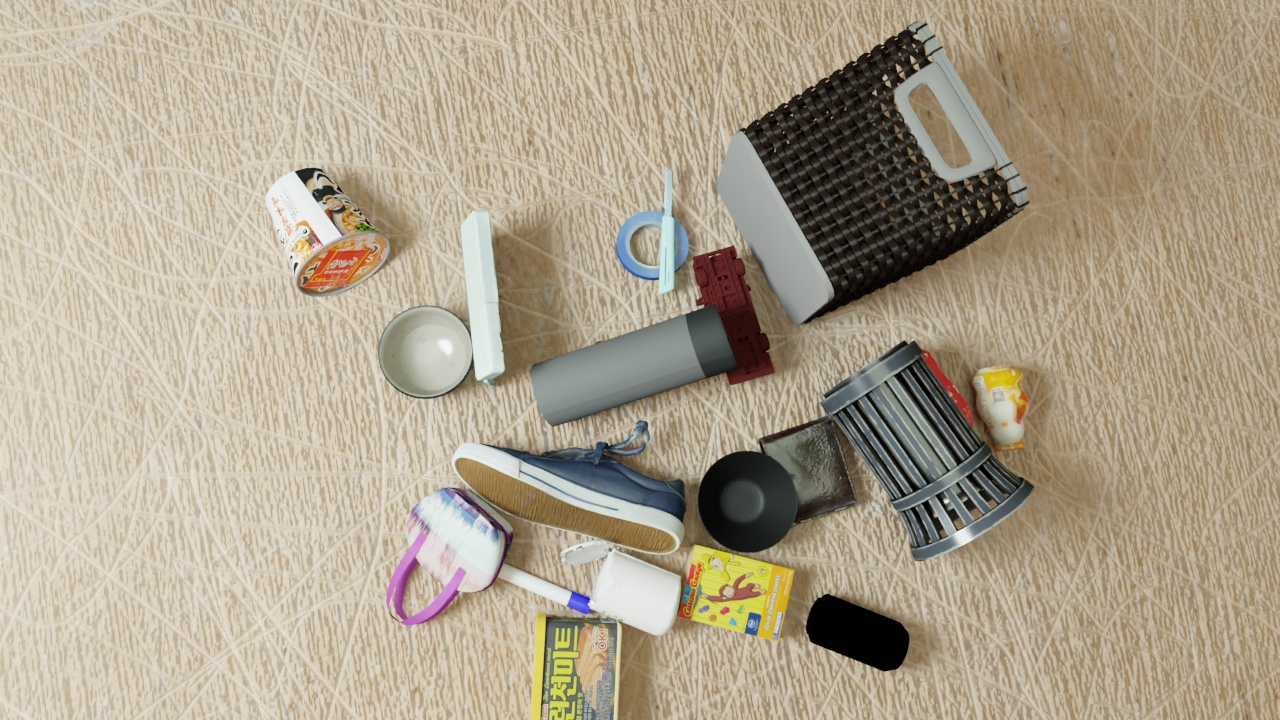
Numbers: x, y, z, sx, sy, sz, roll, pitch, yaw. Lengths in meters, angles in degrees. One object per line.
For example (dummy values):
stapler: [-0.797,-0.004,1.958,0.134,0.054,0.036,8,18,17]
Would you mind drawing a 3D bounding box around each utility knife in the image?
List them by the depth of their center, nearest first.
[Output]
utility knife: [0.036,-0.168,1.193,0.022,0.015,0.168,-3,79,27]

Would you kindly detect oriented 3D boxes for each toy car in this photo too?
toy car: [0.116,-0.055,1.176,0.070,0.062,0.169,-16,83,-6]

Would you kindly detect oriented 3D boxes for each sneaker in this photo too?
sneaker: [-0.079,0.135,1.130,0.294,0.121,0.127,16,52,-2]

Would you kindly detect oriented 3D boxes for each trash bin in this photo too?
trash bin: [0.339,0.102,1.122,0.164,0.164,0.227,-32,82,-8]

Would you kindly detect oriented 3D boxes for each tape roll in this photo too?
tape roll: [0.015,-0.151,1.205,0.093,0.016,0.091,-32,85,-7]

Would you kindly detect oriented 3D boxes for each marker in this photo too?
marker: [-0.128,0.277,1.135,0.141,0.020,0.020,23,81,0]

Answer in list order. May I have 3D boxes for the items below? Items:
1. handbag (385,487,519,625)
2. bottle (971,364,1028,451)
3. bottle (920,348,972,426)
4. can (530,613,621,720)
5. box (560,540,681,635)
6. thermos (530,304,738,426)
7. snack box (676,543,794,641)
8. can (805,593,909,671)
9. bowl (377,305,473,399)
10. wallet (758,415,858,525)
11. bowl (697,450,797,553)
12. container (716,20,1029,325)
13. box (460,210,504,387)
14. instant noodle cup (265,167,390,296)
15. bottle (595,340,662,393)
handbag: [-0.242,0.245,1.110,0.144,0.068,0.170,37,89,18]
bottle: [0.466,0.062,1.181,0.063,0.063,0.108,-7,82,-5]
bottle: [0.392,0.050,1.189,0.042,0.042,0.141,-35,86,-8]
can: [-0.078,0.373,1.098,0.101,0.072,0.130,3,82,-6]
box: [-0.028,0.267,1.112,0.161,0.081,0.091,21,66,-5]
thermos: [-0.007,0.007,1.116,0.241,0.082,0.082,-18,83,10]
snack box: [0.116,0.287,1.138,0.126,0.040,0.088,15,81,-2]
can: [0.266,0.335,1.129,0.114,0.063,0.063,22,81,-1]
bowl: [-0.263,-0.006,1.145,0.115,0.059,0.115,1,82,-4]
wallet: [0.214,0.141,1.173,0.099,0.031,0.120,-18,86,-3]
bowl: [0.129,0.176,1.148,0.124,0.052,0.124,1,82,-4]
container: [0.260,-0.207,1.118,0.243,0.246,0.247,-28,85,-4]
box: [-0.195,-0.071,1.119,0.043,0.136,0.197,-4,82,-15]
instant noodle cup: [-0.395,-0.165,1.136,0.123,0.124,0.121,-33,76,-8]
bottle: [-0.016,0.012,1.176,0.106,0.025,0.025,33,81,1]
